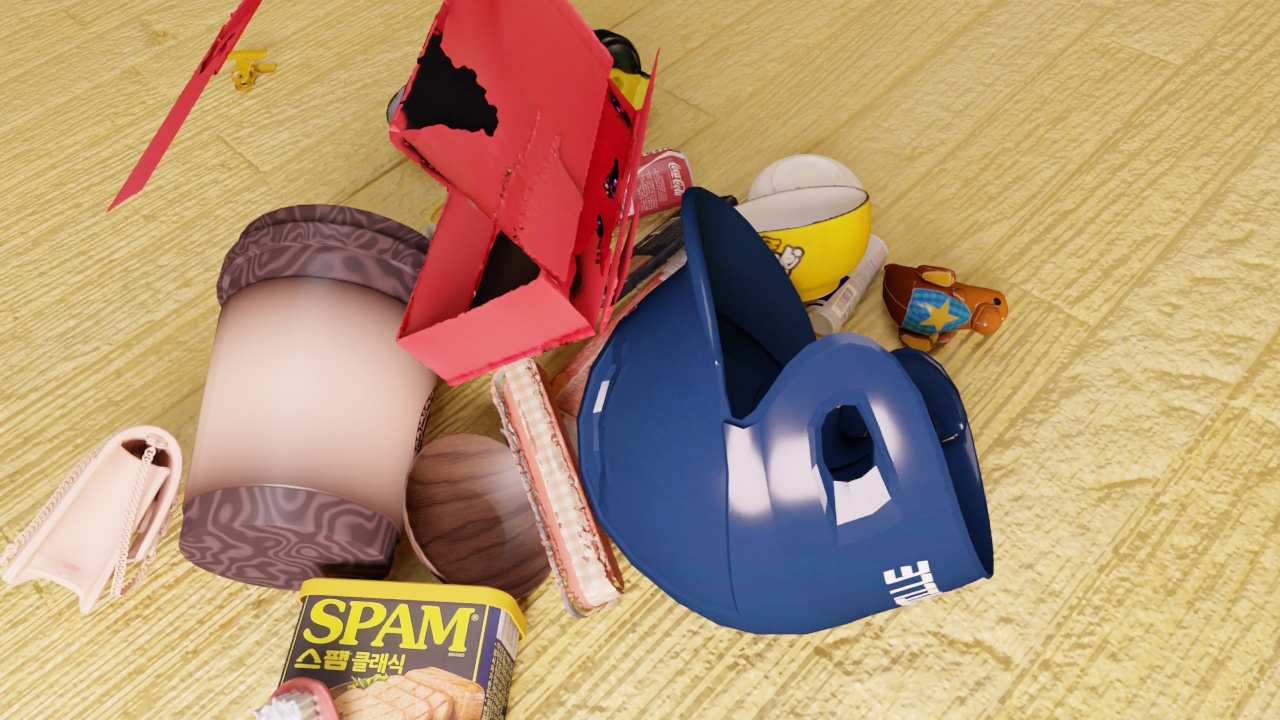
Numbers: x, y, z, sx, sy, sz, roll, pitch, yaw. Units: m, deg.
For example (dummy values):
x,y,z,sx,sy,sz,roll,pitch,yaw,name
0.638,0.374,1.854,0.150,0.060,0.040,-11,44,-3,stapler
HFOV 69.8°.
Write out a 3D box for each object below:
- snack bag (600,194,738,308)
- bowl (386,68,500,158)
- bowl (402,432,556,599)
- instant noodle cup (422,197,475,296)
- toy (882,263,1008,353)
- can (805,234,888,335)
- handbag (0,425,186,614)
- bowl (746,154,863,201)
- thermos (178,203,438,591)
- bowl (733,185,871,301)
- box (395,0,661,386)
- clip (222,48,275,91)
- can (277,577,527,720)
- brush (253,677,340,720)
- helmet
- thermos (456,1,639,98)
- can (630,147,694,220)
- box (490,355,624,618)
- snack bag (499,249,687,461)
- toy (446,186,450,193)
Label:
x,y,z,sx,sy,sz,roll,pitch,yaw,name
0.009,-0.091,0.765,0.155,0.018,0.075,-41,20,-22,snack bag
-0.189,-0.235,0.907,0.114,0.045,0.114,-3,52,4,bowl
-0.112,0.109,0.616,0.119,0.032,0.119,27,43,-29,bowl
-0.124,-0.088,0.758,0.102,0.102,0.108,-40,51,-22,instant noodle cup
0.238,-0.052,0.725,0.090,0.071,0.102,6,29,-5,toy
0.166,-0.061,0.740,0.032,0.032,0.095,25,59,23,can
-0.387,0.072,0.567,0.187,0.199,0.116,32,64,-22,handbag
0.142,-0.136,0.788,0.105,0.054,0.104,-4,51,5,bowl
-0.222,0.031,0.637,0.173,0.173,0.225,-2,58,5,thermos
0.119,-0.086,0.702,0.117,0.068,0.117,-11,22,4,bowl
-0.009,-0.154,0.518,0.107,0.411,0.211,25,52,-20,box
-0.437,-0.321,1.021,0.054,0.045,0.048,0,96,5,clip
-0.146,0.196,0.552,0.135,0.075,0.104,1,55,7,can
-0.165,0.254,0.481,0.041,0.030,0.172,-17,87,7,brush
0.067,0.028,0.554,0.223,0.232,0.272,-15,83,23,helmet
-0.088,-0.298,0.921,0.221,0.098,0.098,31,61,33,thermos
-0.004,-0.154,0.818,0.096,0.054,0.054,-17,53,-7,can
-0.060,0.076,0.606,0.054,0.079,0.187,-6,63,-36,box
-0.004,0.004,0.706,0.077,0.041,0.224,30,63,26,snack bag
-0.123,-0.157,0.825,0.100,0.062,0.076,-13,68,19,toy
